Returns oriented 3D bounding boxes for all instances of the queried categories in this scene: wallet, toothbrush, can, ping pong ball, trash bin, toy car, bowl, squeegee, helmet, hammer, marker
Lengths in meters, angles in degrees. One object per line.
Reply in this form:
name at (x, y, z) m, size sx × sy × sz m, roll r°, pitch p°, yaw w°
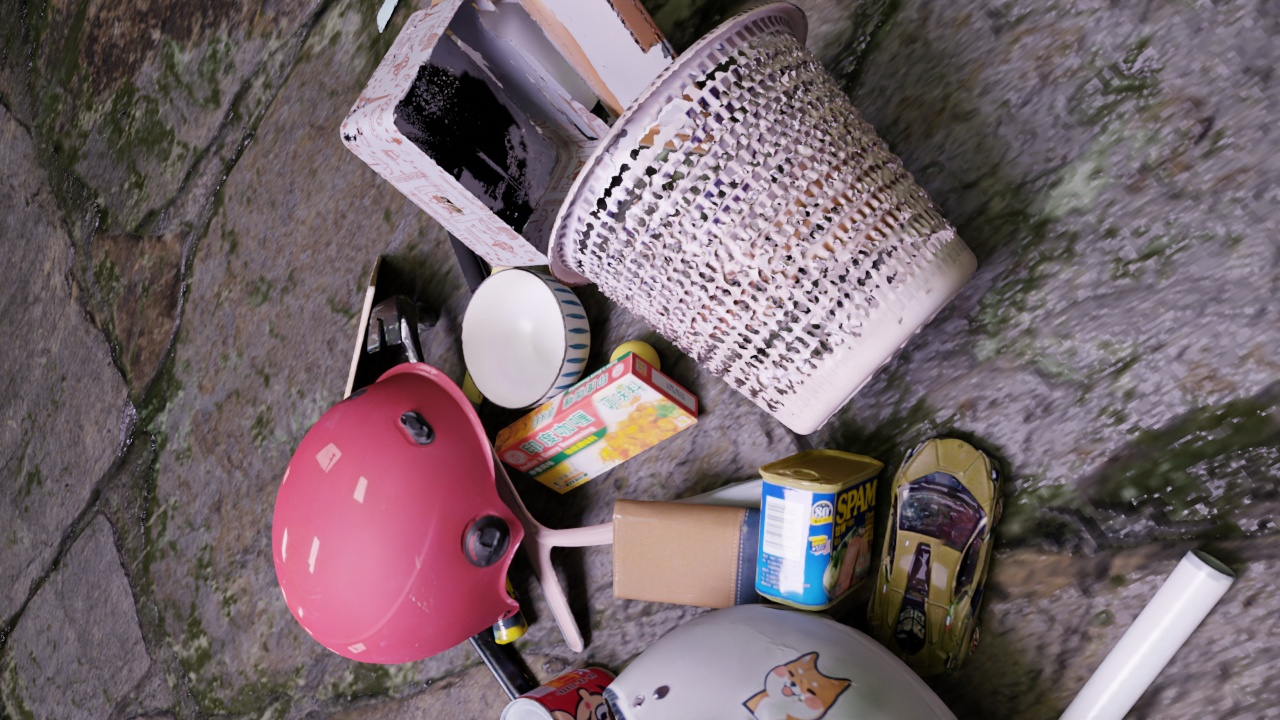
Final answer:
wallet at (0.038, 0.143, 0.669) m, size 0.115 × 0.033 × 0.090 m, roll 3°, pitch 119°, yaw 6°
toothbrush at (0.275, 0.207, 0.548) m, size 0.221 × 0.026 × 0.026 m, roll -64°, pitch 34°, yaw 19°
can at (-0.059, 0.292, 0.745) m, size 0.067 × 0.093 × 0.066 m, roll 1°, pitch 93°, yaw 34°
can at (0.119, 0.109, 0.610) m, size 0.057 × 0.101 × 0.083 m, roll 8°, pitch 99°, yaw 35°
ping pong ball at (-0.004, 0.004, 0.727) m, size 0.040 × 0.040 × 0.040 m, roll 1°, pitch 92°, yaw 35°
trash bin at (0.087, -0.070, 0.573) m, size 0.192 × 0.227 × 0.228 m, roll 45°, pitch 116°, yaw 11°
toy car at (0.190, 0.127, 0.598) m, size 0.070 × 0.042 × 0.158 m, roll 12°, pitch 96°, yaw 34°
bowl at (-0.087, -0.018, 0.769) m, size 0.117 × 0.066 × 0.116 m, roll 0°, pitch 91°, yaw 35°
squeegee at (0.001, 0.121, 0.701) m, size 0.250 × 0.040 × 0.248 m, roll -15°, pitch 109°, yaw 21°
helmet at (-0.206, 0.132, 0.717) m, size 0.207 × 0.143 × 0.240 m, roll 20°, pitch 120°, yaw 34°
bowl at (-0.086, -0.255, 0.752) m, size 0.119 × 0.118 × 0.064 m, roll -29°, pitch 38°, yaw 32°
toothbrush at (-0.107, 0.296, 0.820) m, size 0.027 × 0.026 × 0.212 m, roll -47°, pitch 66°, yaw 13°
hammer at (-0.168, 0.094, 0.816) m, size 0.032 × 0.126 × 0.323 m, roll -20°, pitch 86°, yaw 6°
marker at (-0.171, -0.124, 0.852) m, size 0.022 × 0.020 × 0.132 m, roll -27°, pitch 77°, yaw 16°
helmet at (0.115, 0.252, 0.574) m, size 0.274 × 0.156 × 0.230 m, roll 26°, pitch 148°, yaw 25°

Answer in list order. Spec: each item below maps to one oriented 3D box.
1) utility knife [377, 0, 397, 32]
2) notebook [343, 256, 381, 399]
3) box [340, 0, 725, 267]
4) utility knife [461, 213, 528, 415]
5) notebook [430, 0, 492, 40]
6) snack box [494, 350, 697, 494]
utility knife at (-0.200, -0.397, 0.864) m, size 0.205 × 0.018 × 0.034 m, roll -48°, pitch 67°, yaw 28°
notebook at (-0.277, 0.012, 0.884) m, size 0.148 × 0.008 × 0.208 m, roll -127°, pitch 51°, yaw -69°
box at (-0.066, -0.172, 0.653) m, size 0.194 × 0.183 × 0.156 m, roll 6°, pitch 65°, yaw 45°
utility knife at (-0.132, -0.046, 0.829) m, size 0.031 × 0.021 × 0.207 m, roll 27°, pitch 113°, yaw 28°
notebook at (-0.114, -0.348, 0.744) m, size 0.150 × 0.012 × 0.211 m, roll -27°, pitch 44°, yaw 31°
snack box at (-0.037, 0.053, 0.732) m, size 0.156 × 0.077 × 0.027 m, roll -31°, pitch 39°, yaw 32°
